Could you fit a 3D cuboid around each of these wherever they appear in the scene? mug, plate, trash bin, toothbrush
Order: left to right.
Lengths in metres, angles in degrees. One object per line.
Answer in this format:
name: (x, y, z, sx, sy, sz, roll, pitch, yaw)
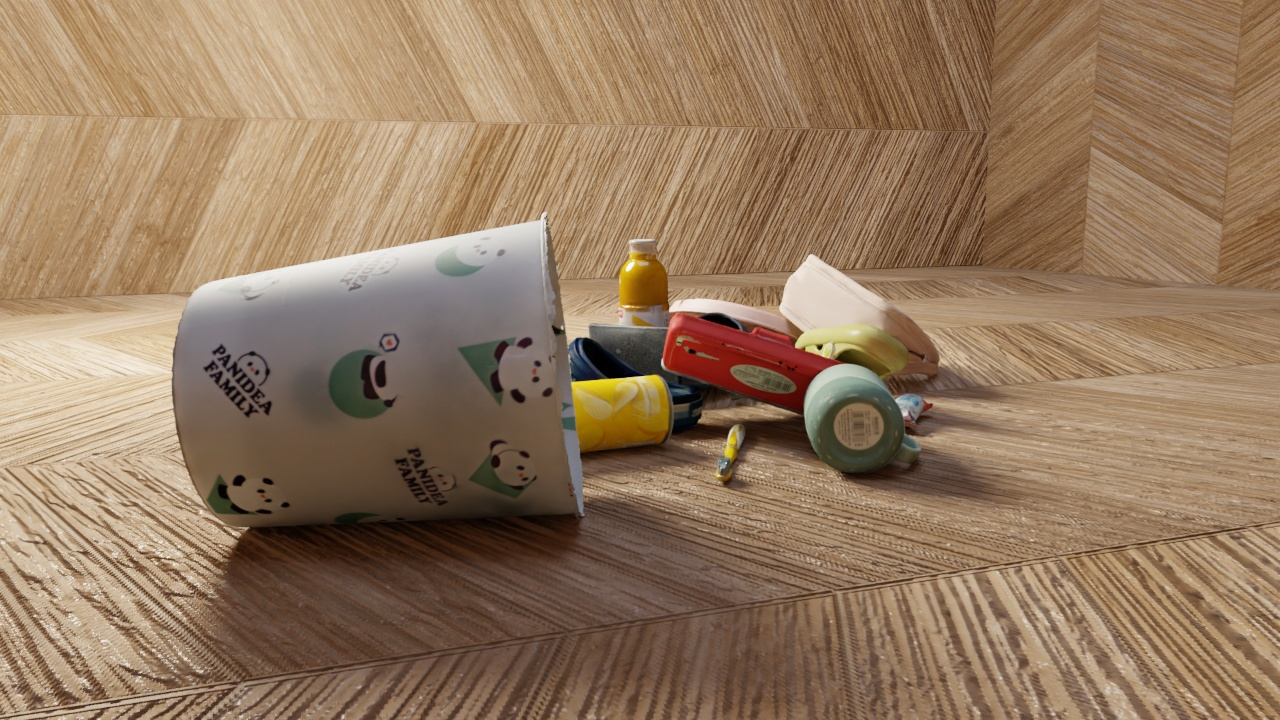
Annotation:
trash bin: (-0.178, 0.017, 0.680, 0.252, 0.229, 0.229, -6, 10, -2)
toothbrush: (0.085, 0.080, 0.858, 0.016, 0.018, 0.191, 3, 10, 10)
plate: (0.149, -0.046, 1.326, 0.229, 0.028, 0.229, 16, -7, 2)
mug: (0.202, 0.059, 0.825, 0.112, 0.082, 0.106, 30, 12, 2)

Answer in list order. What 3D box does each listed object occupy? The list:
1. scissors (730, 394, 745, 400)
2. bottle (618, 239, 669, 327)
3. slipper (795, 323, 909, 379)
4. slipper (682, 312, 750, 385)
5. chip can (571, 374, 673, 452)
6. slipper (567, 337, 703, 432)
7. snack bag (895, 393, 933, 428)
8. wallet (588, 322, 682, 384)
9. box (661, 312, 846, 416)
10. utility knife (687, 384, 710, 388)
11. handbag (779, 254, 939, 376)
scissors: (0.152, 0.026, 1.026, 0.176, 0.012, 0.163, 16, -23, 2)
bottle: (0.005, -0.065, 1.217, 0.068, 0.189, 0.068, -1, 11, 0)
slipper: (0.230, 0.009, 1.054, 0.091, 0.081, 0.191, 34, -15, -9)
slipper: (0.104, -0.017, 1.177, 0.111, 0.083, 0.267, 12, 11, 36)
chip can: (-0.078, 0.055, 0.860, 0.213, 0.072, 0.072, -4, 10, -22)
slipper: (-0.057, 0.024, 0.991, 0.253, 0.095, 0.105, 6, 9, 18)
snack bag: (0.283, 0.054, 0.980, 0.045, 0.026, 0.105, 14, 16, 26)
wallet: (-0.006, 0.006, 1.071, 0.121, 0.097, 0.019, 4, 15, 28)
box: (0.120, 0.018, 0.952, 0.201, 0.060, 0.161, 17, -19, 4)
utility knife: (0.050, 0.030, 1.168, 0.191, 0.018, 0.034, -6, 10, -36)
handbag: (0.319, -0.042, 1.243, 0.234, 0.093, 0.193, 19, 18, -39)
